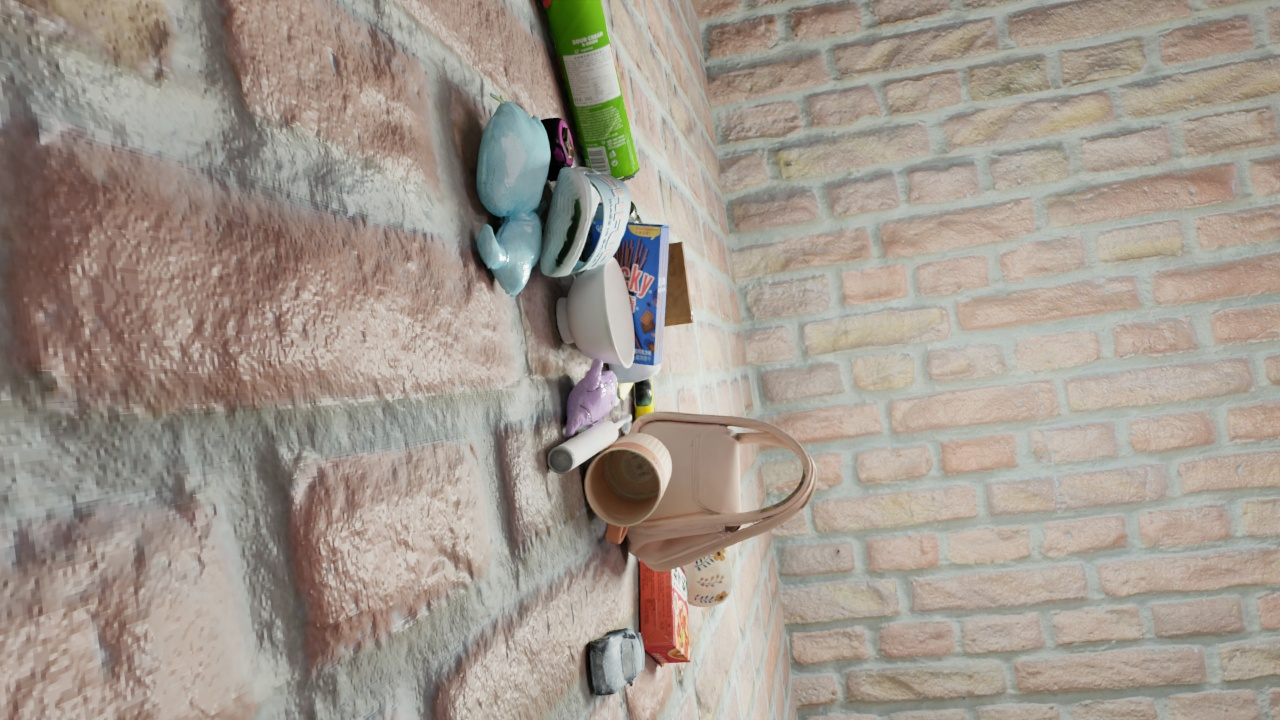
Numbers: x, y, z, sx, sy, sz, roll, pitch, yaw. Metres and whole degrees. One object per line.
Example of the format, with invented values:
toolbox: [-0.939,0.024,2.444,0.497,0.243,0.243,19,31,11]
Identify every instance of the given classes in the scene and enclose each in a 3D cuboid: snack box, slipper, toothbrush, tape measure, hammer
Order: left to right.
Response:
tape measure: [-0.091,-0.225,0.962,0.058,0.039,0.057,63,22,-56]
slipper: [-0.051,-0.140,0.914,0.245,0.074,0.104,-85,-169,-73]
toothbrush: [-0.044,0.080,0.956,0.220,0.027,0.026,-23,124,-72]
snack box: [-0.014,-0.076,1.033,0.026,0.085,0.157,-20,115,-62]
hammer: [0.001,-0.060,1.307,0.126,0.032,0.322,54,30,-64]
snack box: [0.034,0.322,1.172,0.127,0.044,0.113,63,22,-58]

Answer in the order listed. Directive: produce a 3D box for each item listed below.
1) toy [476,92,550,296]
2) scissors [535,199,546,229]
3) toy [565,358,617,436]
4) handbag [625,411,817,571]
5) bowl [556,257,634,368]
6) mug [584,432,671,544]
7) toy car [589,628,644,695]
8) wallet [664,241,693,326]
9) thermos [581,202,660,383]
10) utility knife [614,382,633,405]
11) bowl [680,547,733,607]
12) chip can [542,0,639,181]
toy: [-0.111,-0.149,0.794,0.161,0.050,0.156,-67,154,-51]
scissors: [-0.106,-0.152,0.904,0.137,0.017,0.096,-81,159,-68]
toy: [-0.049,0.037,0.963,0.084,0.039,0.108,-67,167,4]
handbag: [0.095,0.146,1.113,0.192,0.234,0.093,-85,161,-47]
bowl: [-0.051,-0.046,0.967,0.118,0.065,0.118,-8,89,-78]
mug: [-0.013,0.141,1.005,0.105,0.082,0.114,-33,135,-79]
toy car: [-0.023,0.306,0.937,0.120,0.037,0.054,29,54,-72]
wallet: [0.015,-0.099,1.235,0.020,0.101,0.115,35,47,-78]
thermos: [-0.029,-0.082,1.106,0.070,0.070,0.220,-69,148,-67]
utility knife: [-0.007,0.007,1.196,0.172,0.019,0.031,-68,146,-53]
bowl: [0.069,0.289,1.269,0.062,0.114,0.113,-8,90,-37]
chip can: [-0.059,-0.335,1.115,0.072,0.072,0.236,-79,158,-57]
